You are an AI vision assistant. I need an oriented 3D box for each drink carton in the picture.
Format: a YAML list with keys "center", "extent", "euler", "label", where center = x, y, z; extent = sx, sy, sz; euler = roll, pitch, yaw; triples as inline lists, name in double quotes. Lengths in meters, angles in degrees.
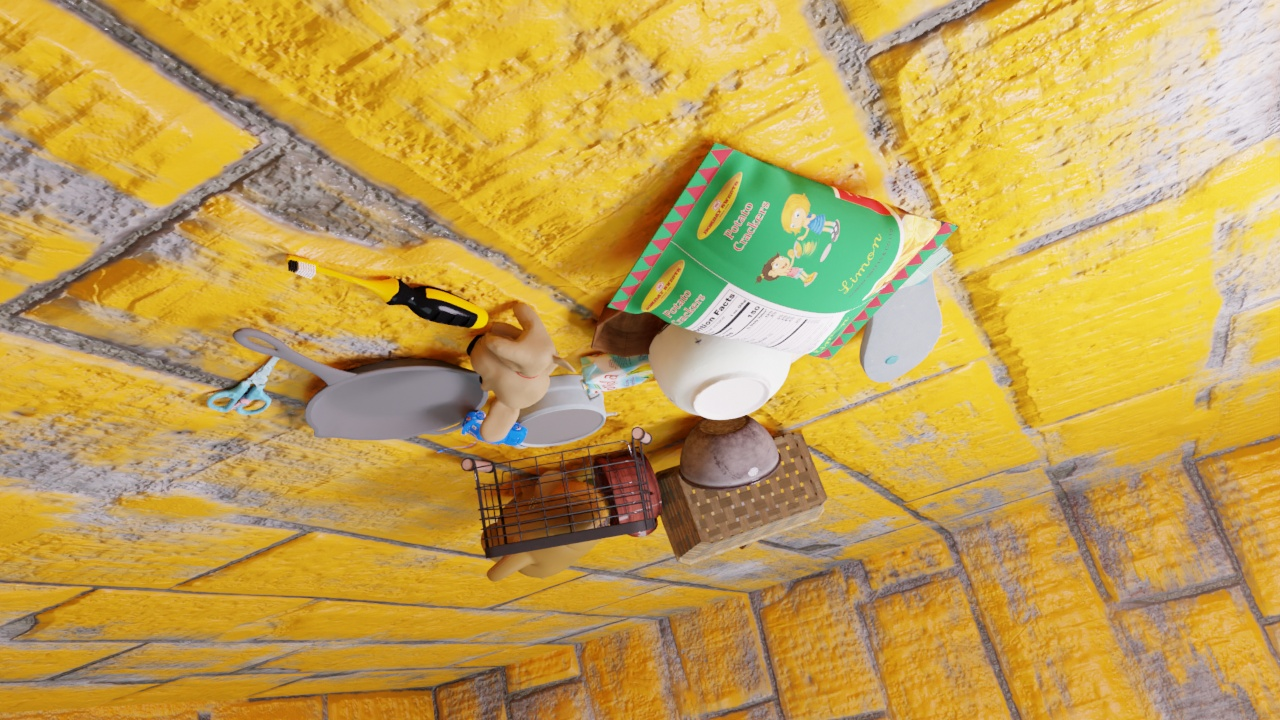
- center: [-0.006, 0.006, 1.042]
  extent: [0.129, 0.038, 0.044]
  euler: [-12, 157, -4]
  label: "drink carton"

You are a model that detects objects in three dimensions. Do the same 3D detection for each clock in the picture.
- center: [-0.019, 0.202, 1.387]
  extent: [0.072, 0.120, 0.158]
  euler: [-16, 150, -14]
  label: "clock"
- center: [-0.116, 0.067, 1.115]
  extent: [0.159, 0.045, 0.122]
  euler: [-18, 156, 8]
  label: "clock"

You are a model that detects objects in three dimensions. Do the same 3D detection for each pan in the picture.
- center: [-0.286, 0.022, 0.945]
  extent: [0.217, 0.024, 0.354]
  euler: [-19, 157, 14]
  label: "pan"

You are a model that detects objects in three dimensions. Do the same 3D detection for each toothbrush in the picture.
- center: [-0.214, -0.059, 0.799]
  extent: [0.196, 0.030, 0.031]
  euler: [18, 139, -43]
  label: "toothbrush"

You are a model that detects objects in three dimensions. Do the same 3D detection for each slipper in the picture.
- center: [0.289, -0.068, 1.037]
  extent: [0.098, 0.054, 0.269]
  euler: [-17, 146, 3]
  label: "slipper"

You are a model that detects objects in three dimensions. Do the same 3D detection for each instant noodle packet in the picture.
- center: [0.125, -0.084, 0.822]
  extent: [0.252, 0.090, 0.196]
  euler: [12, 137, -25]
  label: "instant noodle packet"

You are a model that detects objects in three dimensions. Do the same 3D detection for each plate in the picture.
- center: [0.009, -0.044, 0.954]
  extent: [0.131, 0.025, 0.131]
  euler: [-11, 157, -5]
  label: "plate"

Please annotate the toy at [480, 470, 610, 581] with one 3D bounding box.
- center: [-0.133, 0.241, 1.377]
  extent: [0.204, 0.162, 0.198]
  euler: [-30, -170, 42]
  label: "toy"

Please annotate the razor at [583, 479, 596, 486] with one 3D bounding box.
- center: [-0.084, 0.224, 1.513]
  extent: [0.026, 0.042, 0.106]
  euler: [-10, 166, -13]
  label: "razor"

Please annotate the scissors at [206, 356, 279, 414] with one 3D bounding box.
- center: [-0.387, 0.021, 0.914]
  extent: [0.063, 0.015, 0.139]
  euler: [11, 141, -37]
  label: "scissors"

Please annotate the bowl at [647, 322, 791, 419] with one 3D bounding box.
- center: [0.089, 0.011, 0.964]
  extent: [0.153, 0.072, 0.154]
  euler: [-7, 147, -5]
  label: "bowl"

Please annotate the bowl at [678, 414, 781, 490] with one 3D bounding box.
- center: [0.121, 0.118, 1.286]
  extent: [0.145, 0.067, 0.144]
  euler: [-10, -160, 4]
  label: "bowl"

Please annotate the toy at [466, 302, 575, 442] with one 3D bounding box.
- center: [-0.121, 0.002, 0.912]
  extent: [0.106, 0.133, 0.108]
  euler: [35, 147, -2]
  label: "toy"

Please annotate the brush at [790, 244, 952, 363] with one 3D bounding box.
- center: [0.232, -0.055, 0.977]
  extent: [0.218, 0.012, 0.033]
  euler: [-38, 138, 27]
  label: "brush"

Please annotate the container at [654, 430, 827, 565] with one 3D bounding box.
- center: [0.149, 0.209, 1.417]
  extent: [0.249, 0.157, 0.187]
  euler: [-16, 166, -13]
  label: "container"

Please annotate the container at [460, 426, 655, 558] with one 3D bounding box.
- center: [-0.098, 0.176, 1.216]
  extent: [0.241, 0.130, 0.163]
  euler: [-11, 171, 5]
  label: "container"

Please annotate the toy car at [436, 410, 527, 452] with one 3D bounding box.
- center: [-0.179, 0.093, 1.045]
  extent: [0.092, 0.061, 0.033]
  euler: [19, 138, -13]
  label: "toy car"
